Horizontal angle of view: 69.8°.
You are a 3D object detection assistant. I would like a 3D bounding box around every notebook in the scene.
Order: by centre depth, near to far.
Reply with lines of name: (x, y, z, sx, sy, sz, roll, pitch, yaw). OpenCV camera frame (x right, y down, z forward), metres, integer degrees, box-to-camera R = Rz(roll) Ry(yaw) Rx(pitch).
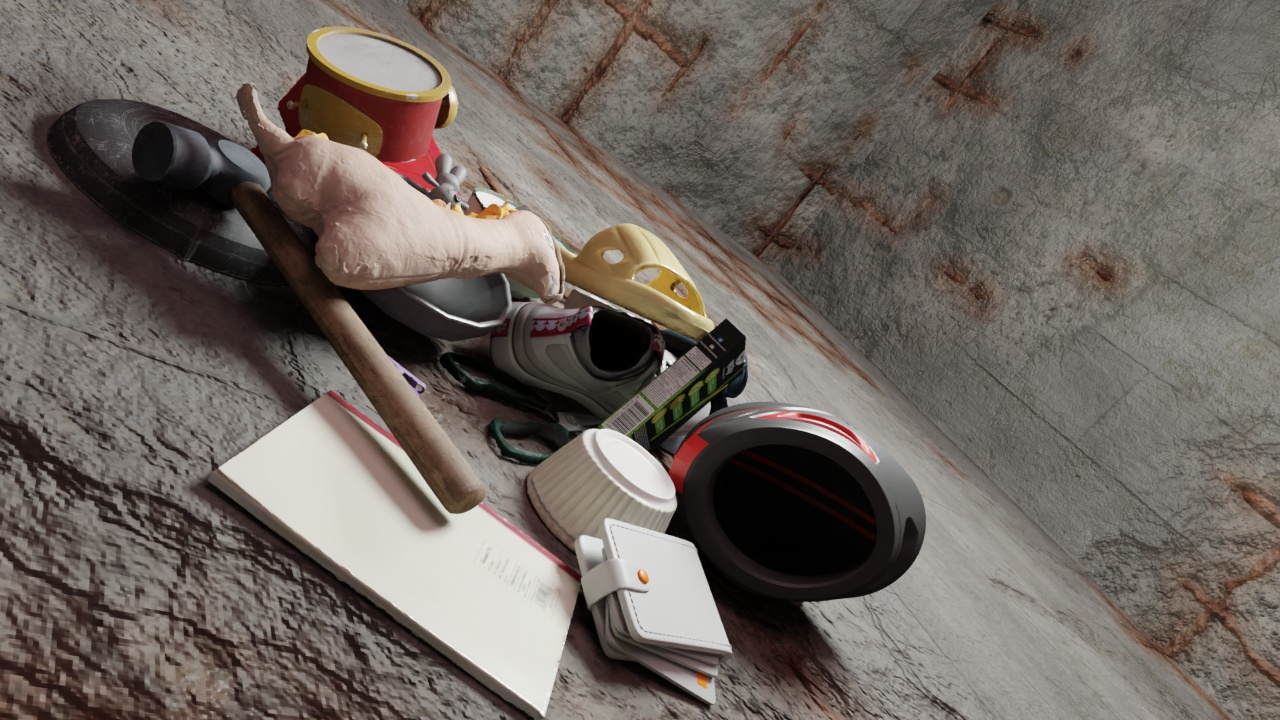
notebook: (-0.126, 0.103, 0.536, 0.209, 0.012, 0.153, 38, 13, -5)

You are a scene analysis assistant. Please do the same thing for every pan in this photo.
pan: (-0.277, -0.104, 0.741, 0.356, 0.040, 0.207, 28, 19, -34)
pan: (-0.167, -0.108, 0.843, 0.178, 0.041, 0.356, 47, 21, -3)

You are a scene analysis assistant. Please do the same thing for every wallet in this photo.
wallet: (0.013, 0.170, 0.612, 0.118, 0.038, 0.115, 26, 34, -45)

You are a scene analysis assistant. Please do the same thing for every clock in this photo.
clock: (-0.224, -0.225, 0.794, 0.117, 0.081, 0.158, 30, 33, 5)

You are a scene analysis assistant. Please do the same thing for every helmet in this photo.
helmet: (0.136, 0.122, 0.818, 0.264, 0.164, 0.170, 27, 6, -10)

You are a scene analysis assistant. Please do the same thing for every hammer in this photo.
hammer: (-0.201, -0.029, 0.606, 0.321, 0.040, 0.129, 50, 16, 17)

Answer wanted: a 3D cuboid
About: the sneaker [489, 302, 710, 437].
sneaker: (-0.005, 0.005, 0.862, 0.129, 0.096, 0.262, -7, -25, 45)

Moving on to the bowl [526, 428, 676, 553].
bowl: (-0.022, 0.100, 0.697, 0.115, 0.062, 0.115, 36, 15, -12)

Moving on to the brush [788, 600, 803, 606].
brush: (0.169, 0.220, 0.912, 0.039, 0.012, 0.151, 44, 16, 16)

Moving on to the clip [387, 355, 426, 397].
clip: (-0.179, 0.014, 0.672, 0.052, 0.014, 0.042, 34, 17, -31)

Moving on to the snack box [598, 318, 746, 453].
snack box: (0.031, 0.033, 0.816, 0.025, 0.147, 0.080, 46, -13, 20)

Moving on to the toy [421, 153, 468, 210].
toy: (-0.168, -0.136, 0.784, 0.049, 0.030, 0.111, 38, 34, -34)

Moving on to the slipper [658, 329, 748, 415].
slipper: (0.074, -0.003, 1.049, 0.109, 0.083, 0.265, 35, -6, 15)

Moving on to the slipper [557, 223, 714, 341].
slipper: (-0.008, -0.087, 0.886, 0.111, 0.079, 0.262, 27, 0, -35)

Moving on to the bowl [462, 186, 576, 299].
bowl: (-0.145, -0.124, 1.050, 0.153, 0.073, 0.153, 37, 15, -12)

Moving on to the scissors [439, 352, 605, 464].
scissors: (-0.094, 0.038, 0.808, 0.142, 0.015, 0.209, 43, 15, 21)

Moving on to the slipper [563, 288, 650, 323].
slipper: (-0.039, -0.035, 1.037, 0.112, 0.075, 0.246, 40, 6, 4)

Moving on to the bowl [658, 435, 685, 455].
bowl: (0.030, 0.053, 1.001, 0.114, 0.045, 0.114, 36, 15, -11)

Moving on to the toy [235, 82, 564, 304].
toy: (-0.160, -0.118, 0.698, 0.196, 0.065, 0.263, 61, 30, 4)

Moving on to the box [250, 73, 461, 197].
box: (-0.264, -0.188, 0.886, 0.134, 0.112, 0.157, 50, 18, 21)
